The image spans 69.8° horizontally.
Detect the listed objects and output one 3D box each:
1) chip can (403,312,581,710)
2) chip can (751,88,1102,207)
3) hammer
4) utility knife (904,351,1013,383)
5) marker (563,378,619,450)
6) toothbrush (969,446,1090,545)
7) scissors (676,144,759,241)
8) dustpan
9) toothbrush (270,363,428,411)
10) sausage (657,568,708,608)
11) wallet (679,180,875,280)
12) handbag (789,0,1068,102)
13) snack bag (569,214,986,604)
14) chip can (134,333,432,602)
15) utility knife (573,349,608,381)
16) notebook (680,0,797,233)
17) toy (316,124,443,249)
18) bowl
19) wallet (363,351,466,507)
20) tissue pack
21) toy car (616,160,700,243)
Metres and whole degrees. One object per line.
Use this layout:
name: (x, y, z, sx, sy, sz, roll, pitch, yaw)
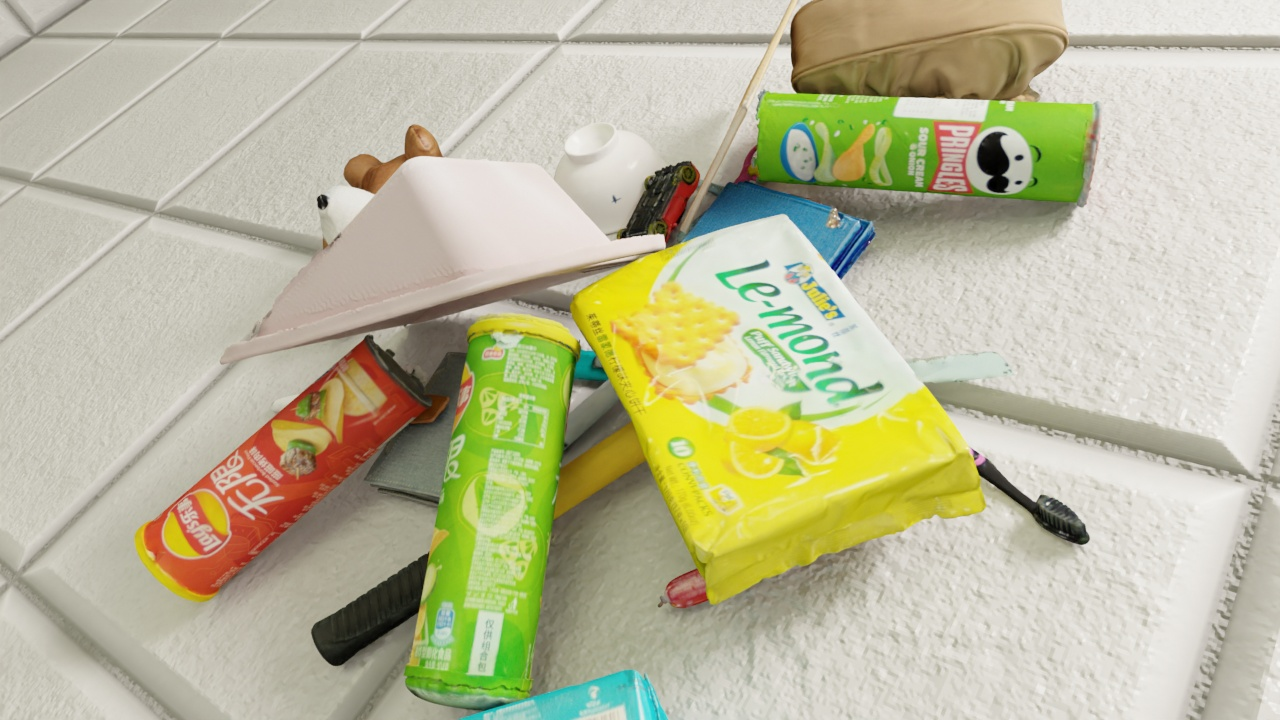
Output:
chip can: (-0.084, 0.087, 0.537, 0.073, 0.072, 0.221, -1, 70, 24)
chip can: (0.202, -0.158, 0.670, 0.236, 0.072, 0.072, 8, 52, 20)
hammer: (-0.075, 0.100, 0.594, 0.300, 0.033, 0.128, -33, 56, -4)
utility knife: (0.124, 0.013, 0.597, 0.219, 0.018, 0.034, -6, 64, 24)
marker: (-0.015, 0.019, 0.655, 0.130, 0.018, 0.022, -42, 64, -5)
toothbrush: (0.184, 0.049, 0.544, 0.014, 0.018, 0.189, -35, 42, -12)
scissors: (0.083, -0.142, 0.783, 0.133, 0.017, 0.134, -42, 45, -10)
dustpan: (-0.124, -0.042, 0.661, 0.274, 0.139, 0.222, -44, -9, 27)
toothbrush: (-0.245, 0.024, 0.754, 0.180, 0.016, 0.016, -11, 36, 30)
sausage: (0.081, 0.110, 0.530, 0.156, 0.020, 0.020, -24, 42, 1)
wallet: (0.096, -0.084, 0.699, 0.133, 0.040, 0.106, 29, 76, 40)
handbag: (0.225, -0.237, 0.726, 0.205, 0.147, 0.099, -4, 82, 23)
snack bag: (0.064, 0.018, 0.542, 0.158, 0.068, 0.246, -20, 49, -8)
chip can: (-0.253, 0.077, 0.658, 0.216, 0.073, 0.073, -40, 44, -2)
utility knife: (-0.004, 0.004, 0.679, 0.176, 0.013, 0.029, 4, 61, 28)
notebook: (0.089, -0.219, 0.756, 0.008, 0.148, 0.207, 26, 57, -1)
toy: (-0.238, -0.126, 0.847, 0.140, 0.130, 0.199, -17, 50, 33)
bowl: (-0.034, -0.175, 0.834, 0.118, 0.065, 0.118, -13, 44, 13)
wallet: (-0.138, 0.047, 0.684, 0.107, 0.037, 0.129, 7, 51, 30)
tissue pack: (-0.044, 0.219, 0.459, 0.133, 0.050, 0.093, -19, 45, 8)
toy car: (0.015, -0.124, 0.780, 0.049, 0.031, 0.106, -5, 51, 49)
